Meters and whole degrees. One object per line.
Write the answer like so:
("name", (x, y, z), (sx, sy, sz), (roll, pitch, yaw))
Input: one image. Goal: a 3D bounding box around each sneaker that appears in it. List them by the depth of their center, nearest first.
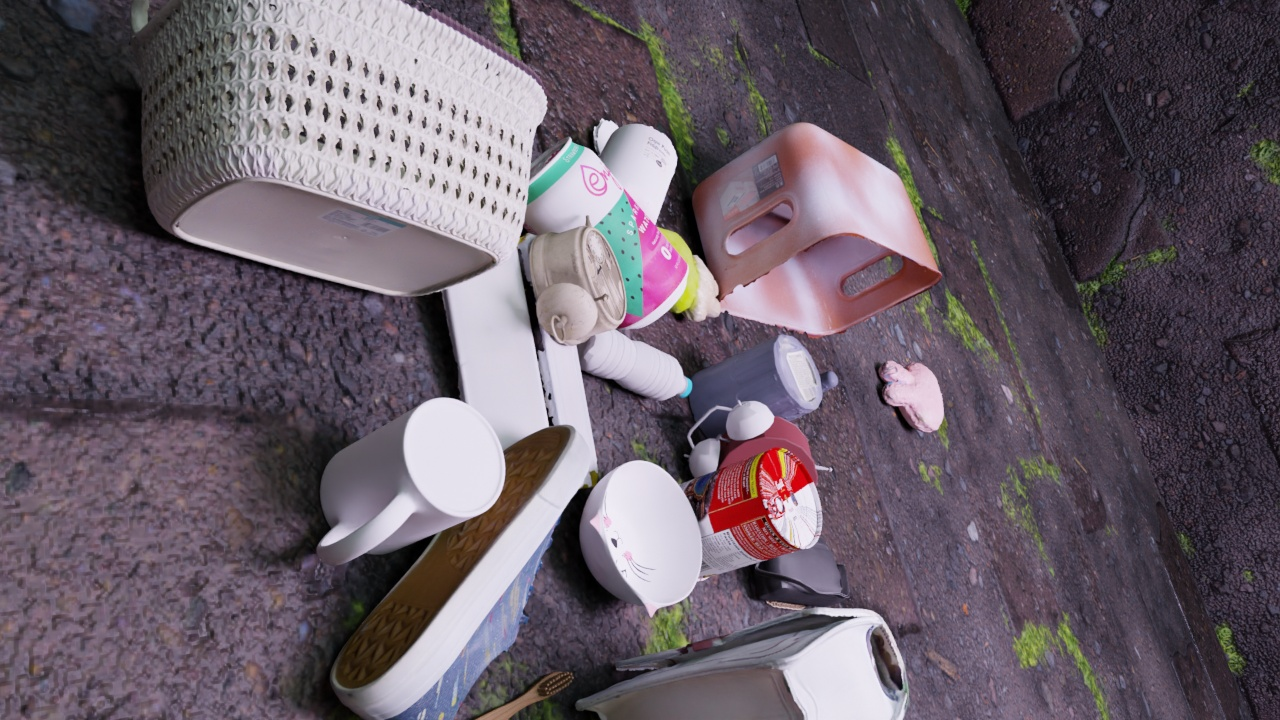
("sneaker", (-0.092, 0.137, 0.586), (0.079, 0.088, 0.234), (60, 43, -25))

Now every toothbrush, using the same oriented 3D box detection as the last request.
("toothbrush", (-0.101, 0.232, 0.581), (0.166, 0.016, 0.016), (-11, 79, -53))

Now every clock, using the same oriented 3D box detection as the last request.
("clock", (-0.047, -0.053, 0.713), (0.140, 0.055, 0.093), (-73, 144, -59))
("clock", (0.107, 0.093, 0.852), (0.137, 0.096, 0.048), (37, 20, -14))

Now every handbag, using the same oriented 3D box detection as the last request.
("handbag", (0.069, 0.234, 0.636), (0.141, 0.199, 0.096), (-5, 71, -53))
("handbag", (0.153, 0.196, 0.889), (0.128, 0.054, 0.079), (20, 48, -40))

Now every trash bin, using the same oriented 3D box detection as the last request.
("trash bin", (0.201, -0.143, 1.056), (0.259, 0.182, 0.157), (11, 59, -47))

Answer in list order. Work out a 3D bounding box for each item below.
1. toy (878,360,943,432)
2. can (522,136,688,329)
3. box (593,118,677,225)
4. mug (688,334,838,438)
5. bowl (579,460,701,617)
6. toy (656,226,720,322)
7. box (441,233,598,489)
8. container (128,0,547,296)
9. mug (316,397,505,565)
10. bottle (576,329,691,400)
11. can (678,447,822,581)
("toy", (0.372, 0.044, 1.264), (0.105, 0.053, 0.108), (26, 49, -26))
("can", (-0.036, -0.109, 0.813), (0.166, 0.088, 0.088), (48, 38, -21))
("box", (-0.011, -0.193, 0.911), (0.084, 0.095, 0.165), (39, 51, -24))
("mug", (0.126, 0.032, 0.914), (0.123, 0.104, 0.083), (9, 60, -48))
("bowl", (-0.007, 0.141, 0.724), (0.114, 0.051, 0.114), (29, 48, -38))
("toy", (0.042, -0.083, 0.935), (0.117, 0.043, 0.092), (29, 45, -42))
("box", (-0.089, 0.001, 0.707), (0.128, 0.046, 0.209), (0, 77, -49))
("container", (-0.182, -0.136, 0.577), (0.251, 0.185, 0.143), (15, 66, -47))
("mug", (-0.148, 0.082, 0.551), (0.074, 0.091, 0.110), (54, 37, -13))
("bottle", (-0.005, 0.005, 0.819), (0.136, 0.044, 0.044), (25, 51, -41))
("can", (0.082, 0.132, 0.784), (0.086, 0.117, 0.086), (29, 48, -38))
